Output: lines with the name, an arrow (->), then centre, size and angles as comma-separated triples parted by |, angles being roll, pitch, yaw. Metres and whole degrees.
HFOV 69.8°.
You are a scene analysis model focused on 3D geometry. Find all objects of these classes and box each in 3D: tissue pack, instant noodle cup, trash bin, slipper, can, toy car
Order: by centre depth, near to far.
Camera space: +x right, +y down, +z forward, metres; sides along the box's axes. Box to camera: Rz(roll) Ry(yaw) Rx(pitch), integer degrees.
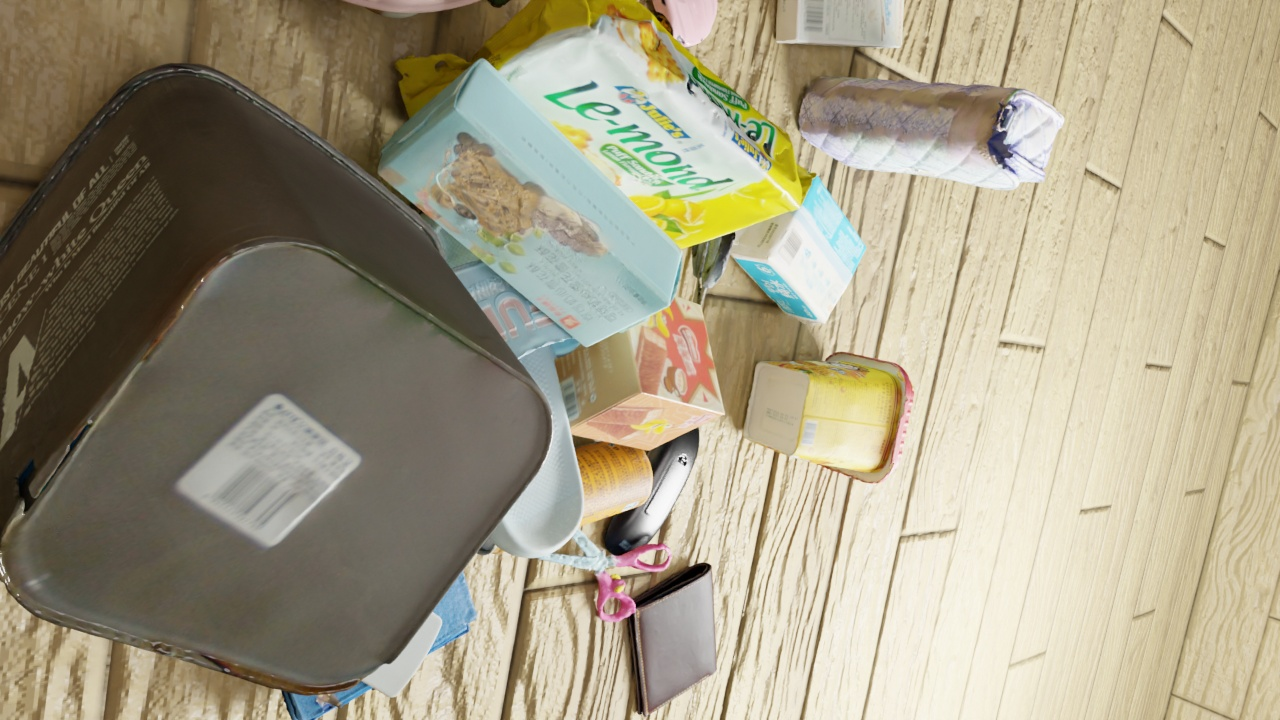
trash bin -> -0.170, 0.005, 0.405 | 0.198, 0.220, 0.199 | 37, 90, -38
slipper -> -0.084, 0.008, 0.585 | 0.103, 0.074, 0.245 | -19, 97, -45
toy car -> 0.026, -0.290, 0.666 | 0.056, 0.037, 0.122 | -41, 128, -26
can -> -0.061, 0.097, 0.678 | 0.145, 0.058, 0.058 | -11, 109, -41
tissue pack -> 0.135, -0.101, 0.803 | 0.140, 0.063, 0.090 | 40, 75, -41
instant noodle cup -> 0.171, 0.049, 0.855 | 0.123, 0.116, 0.116 | 7, 96, -33

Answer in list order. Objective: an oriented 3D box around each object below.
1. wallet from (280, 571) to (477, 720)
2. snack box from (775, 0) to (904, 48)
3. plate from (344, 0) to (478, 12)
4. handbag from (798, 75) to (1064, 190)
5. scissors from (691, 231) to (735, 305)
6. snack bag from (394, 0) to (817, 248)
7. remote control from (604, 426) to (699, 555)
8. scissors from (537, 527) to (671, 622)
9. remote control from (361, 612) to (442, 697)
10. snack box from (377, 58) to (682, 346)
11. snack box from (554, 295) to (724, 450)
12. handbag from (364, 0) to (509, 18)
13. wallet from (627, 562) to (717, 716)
wallet -> -0.177, 0.163, 0.600 | 0.132, 0.040, 0.106 | -23, 108, -36
snack box -> 0.179, -0.322, 0.808 | 0.156, 0.027, 0.085 | -14, 111, -40
plate -> -0.122, -0.293, 0.448 | 0.229, 0.028, 0.229 | -5, 101, -27
handbag -> 0.251, -0.197, 0.794 | 0.134, 0.194, 0.075 | 9, 98, -45
scissors -> 0.047, -0.049, 0.732 | 0.014, 0.160, 0.173 | 9, 62, -10
snack bag -> -0.016, -0.148, 0.590 | 0.246, 0.158, 0.068 | 26, 59, -45
remote control -> 0.015, 0.107, 0.776 | 0.053, 0.024, 0.136 | 40, 74, -42
scissors -> -0.024, 0.161, 0.749 | 0.105, 0.017, 0.136 | -35, 126, -7
remote control -> -0.189, 0.146, 0.555 | 0.150, 0.021, 0.058 | 45, 64, -29
snack box -> -0.059, -0.085, 0.535 | 0.175, 0.074, 0.051 | 41, 43, -28
snack box -> -0.004, 0.004, 0.664 | 0.094, 0.077, 0.092 | 17, 54, -45
handbag -> -0.113, -0.276, 0.502 | 0.178, 0.063, 0.163 | -46, 114, -16
wallet -> 0.032, 0.255, 0.839 | 0.096, 0.020, 0.122 | -20, 116, -33
